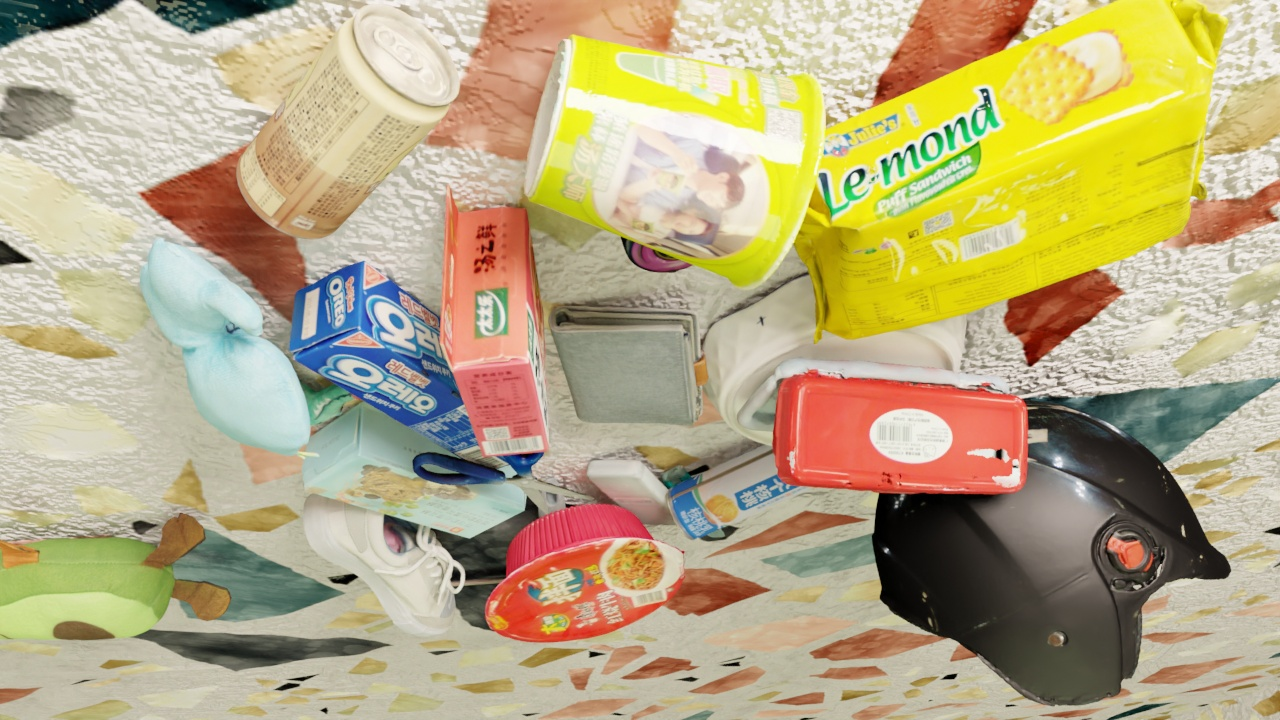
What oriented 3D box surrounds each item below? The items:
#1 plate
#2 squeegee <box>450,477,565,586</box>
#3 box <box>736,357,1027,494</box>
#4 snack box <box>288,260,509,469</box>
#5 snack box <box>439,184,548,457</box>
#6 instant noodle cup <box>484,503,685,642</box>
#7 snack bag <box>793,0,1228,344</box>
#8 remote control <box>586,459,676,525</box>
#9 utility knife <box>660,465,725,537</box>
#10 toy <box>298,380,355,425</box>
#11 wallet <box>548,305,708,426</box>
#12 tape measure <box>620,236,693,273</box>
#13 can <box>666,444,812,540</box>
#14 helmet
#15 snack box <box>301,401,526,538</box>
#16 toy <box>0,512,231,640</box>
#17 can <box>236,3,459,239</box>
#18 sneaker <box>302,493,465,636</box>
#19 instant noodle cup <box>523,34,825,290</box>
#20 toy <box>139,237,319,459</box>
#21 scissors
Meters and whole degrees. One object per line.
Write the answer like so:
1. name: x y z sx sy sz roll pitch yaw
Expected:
1. plate: 0.147 0.008 0.697 0.205 0.045 0.205 -4 147 -3
2. squeegee: -0.089 0.189 0.937 0.247 0.040 0.250 -3 146 -6
3. box: 0.173 0.047 0.668 0.201 0.095 0.099 5 175 -20
4. snack box: -0.145 0.013 0.635 0.057 0.058 0.207 -21 145 20
5. snack box: -0.083 -0.022 0.542 0.044 0.113 0.127 -5 147 -2
6. instant noodle cup: -0.056 0.198 0.876 0.193 0.065 0.194 -10 140 -9
7. snack bag: 0.197 -0.092 0.517 0.247 0.068 0.158 -21 146 13
8. remote control: -0.001 0.125 0.862 0.056 0.020 0.136 -2 151 24
9. utility knife: 0.057 0.147 0.920 0.029 0.013 0.187 -16 146 13
10. toy: -0.248 0.023 0.658 0.097 0.030 0.092 -17 150 18
11. wallet: -0.004 0.004 0.670 0.106 0.036 0.130 1 147 7
12. tape measure: 0.016 -0.081 0.540 0.057 0.039 0.057 16 140 -40
13. can: 0.094 0.113 0.829 0.135 0.053 0.053 -27 143 18
14. helmet: 0.332 0.144 0.777 0.275 0.230 0.233 -15 177 8
15. snack box: -0.182 0.095 0.760 0.074 0.051 0.174 -30 140 30
16. toy: -0.514 0.209 0.838 0.246 0.089 0.227 -5 141 -9
17. can: -0.143 -0.111 0.443 0.058 0.058 0.117 24 136 -39
18. sneaker: -0.215 0.185 0.869 0.091 0.089 0.242 -16 140 6
19. instant noodle cup: 0.010 -0.103 0.451 0.123 0.111 0.112 13 143 -15
20. toy: -0.250 0.003 0.564 0.162 0.049 0.156 -21 110 50
21. scissors: -0.093 0.086 0.697 0.162 0.012 0.164 7 148 -26
